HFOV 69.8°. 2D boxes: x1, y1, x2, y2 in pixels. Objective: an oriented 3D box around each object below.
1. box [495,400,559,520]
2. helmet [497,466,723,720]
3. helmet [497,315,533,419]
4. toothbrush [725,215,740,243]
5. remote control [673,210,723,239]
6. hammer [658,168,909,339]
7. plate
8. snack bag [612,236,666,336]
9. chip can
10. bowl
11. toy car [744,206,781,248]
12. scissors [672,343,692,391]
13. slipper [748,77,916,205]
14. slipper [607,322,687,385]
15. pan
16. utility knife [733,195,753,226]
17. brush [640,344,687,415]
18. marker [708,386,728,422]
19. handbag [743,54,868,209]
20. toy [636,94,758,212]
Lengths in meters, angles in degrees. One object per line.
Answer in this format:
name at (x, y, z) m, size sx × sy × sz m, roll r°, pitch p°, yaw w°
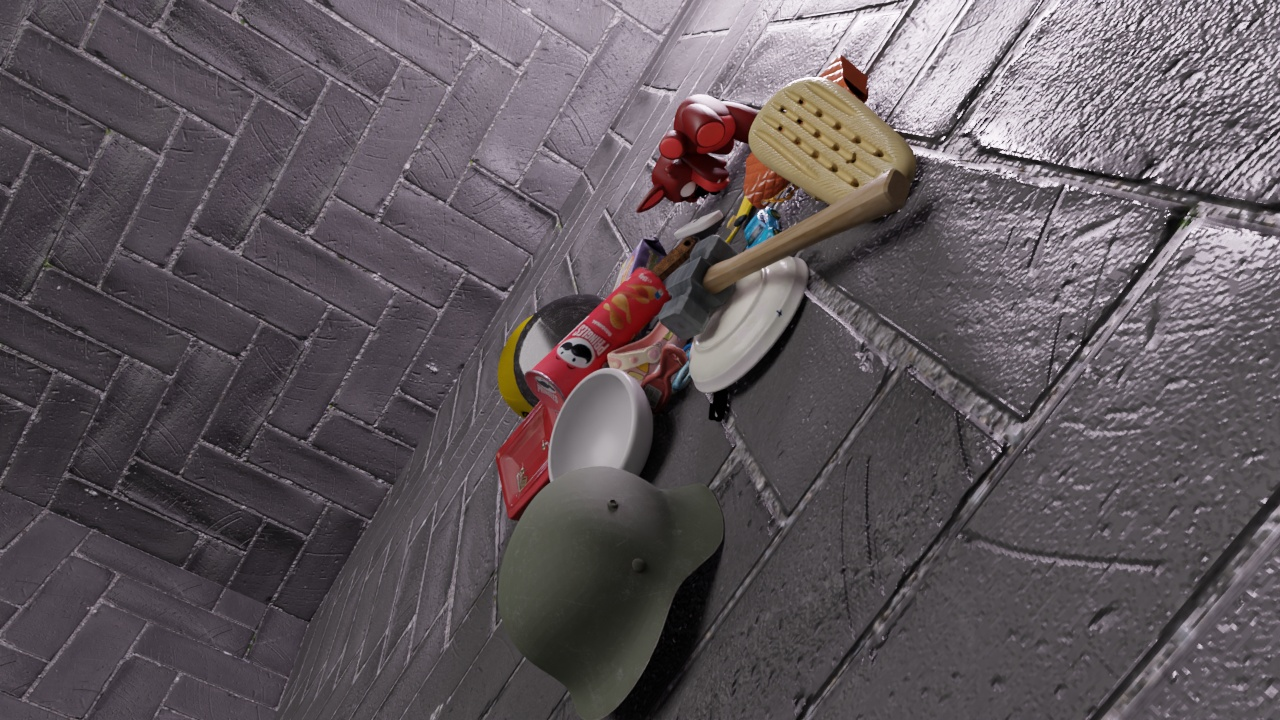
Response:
box at (-0.109, 0.148, 1.288) m, size 0.158 × 0.122 × 0.136 m, roll -47°, pitch 38°, yaw 30°
helmet at (-0.050, 0.199, 0.870) m, size 0.228 × 0.154 × 0.267 m, roll -52°, pitch 18°, yaw 27°
helmet at (-0.163, 0.001, 1.519) m, size 0.209 × 0.139 × 0.240 m, roll -63°, pitch -1°, yaw -10°
toothbrush at (0.101, -0.138, 1.257) m, size 0.135 × 0.016 × 0.021 m, roll -60°, pitch 20°, yaw -1°
remote control at (0.087, -0.206, 1.397) m, size 0.043 × 0.013 × 0.137 m, roll -36°, pitch 10°, yaw -15°
hammer at (0.136, -0.112, 0.920) m, size 0.324 × 0.051 × 0.117 m, roll -23°, pitch 34°, yaw 55°
plate at (0.108, -0.048, 1.007) m, size 0.183 × 0.034 × 0.182 m, roll -47°, pitch 18°, yaw 20°
snack bag at (-0.013, -0.091, 1.456) m, size 0.097 × 0.058 × 0.205 m, roll -43°, pitch 26°, yaw 58°
chip can at (-0.054, -0.032, 1.262) m, size 0.232 × 0.073 × 0.073 m, roll -46°, pitch 8°, yaw -27°
bowl at (-0.038, 0.102, 1.132) m, size 0.177 × 0.066 × 0.176 m, roll -30°, pitch 50°, yaw 42°
toy car at (0.147, -0.154, 1.114) m, size 0.048 × 0.032 × 0.105 m, roll -51°, pitch 20°, yaw 29°
scissors at (0.078, -0.026, 1.139) m, size 0.141 × 0.015 × 0.083 m, roll -57°, pitch 16°, yaw 22°
slipper at (0.210, -0.216, 0.960) m, size 0.111 × 0.079 × 0.261 m, roll -54°, pitch 35°, yaw 15°
slipper at (-0.007, 0.007, 1.221) m, size 0.197 × 0.081 × 0.093 m, roll -59°, pitch 14°, yaw -4°
pan at (-0.043, -0.066, 1.360) m, size 0.356 × 0.207 × 0.040 m, roll -45°, pitch -27°, yaw -5°
utility knife at (0.159, -0.244, 1.268) m, size 0.031 × 0.017 × 0.155 m, roll -28°, pitch 36°, yaw 54°
brush at (0.029, 0.017, 1.101) m, size 0.030 × 0.041 × 0.173 m, roll -57°, pitch -4°, yaw -28°
marker at (0.087, 0.022, 1.013) m, size 0.022 × 0.016 × 0.138 m, roll -31°, pitch 27°, yaw 26°
handbag at (0.199, -0.262, 1.088) m, size 0.172 × 0.060 × 0.108 m, roll -46°, pitch 15°, yaw 34°
toy at (0.087, -0.311, 1.417) m, size 0.158 × 0.120 × 0.198 m, roll -23°, pitch -29°, yaw -46°
